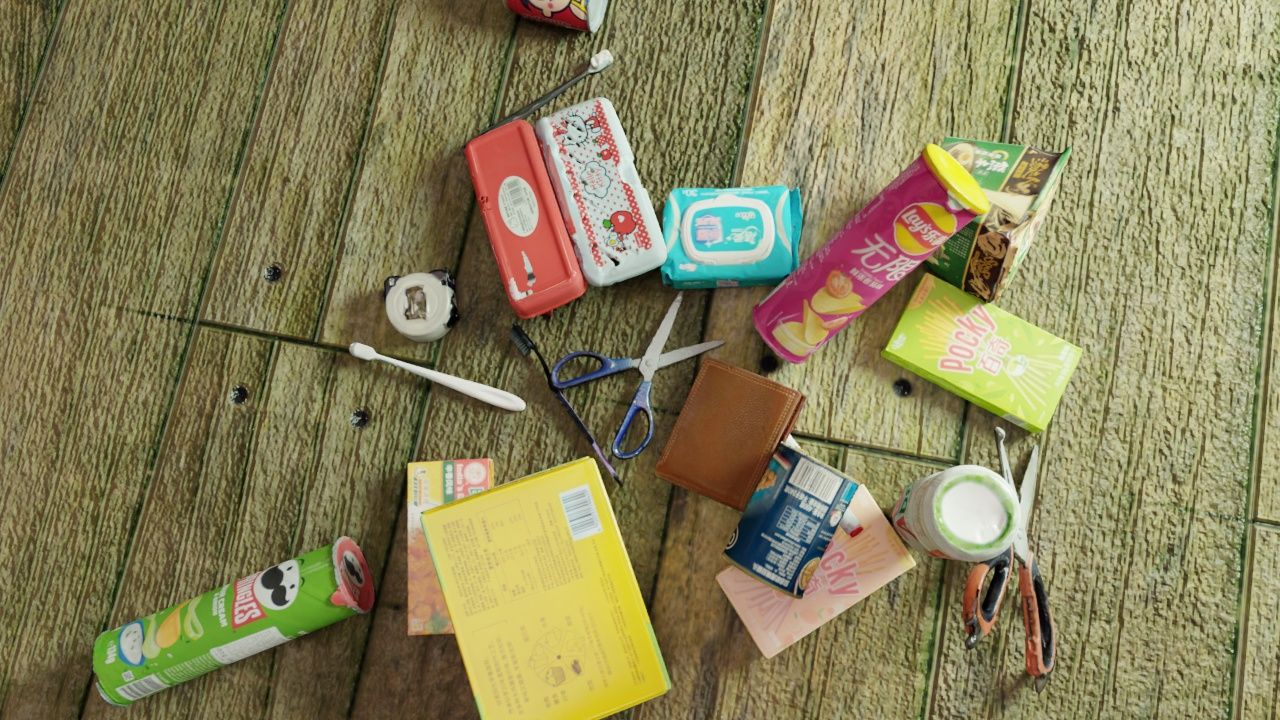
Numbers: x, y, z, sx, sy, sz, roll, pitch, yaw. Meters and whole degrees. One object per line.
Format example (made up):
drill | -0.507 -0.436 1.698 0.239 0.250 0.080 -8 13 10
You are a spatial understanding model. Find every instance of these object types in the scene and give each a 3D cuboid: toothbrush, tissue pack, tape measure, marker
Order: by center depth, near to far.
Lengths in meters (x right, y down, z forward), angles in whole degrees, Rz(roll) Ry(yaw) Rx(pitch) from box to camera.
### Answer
marker | 0.148 0.096 0.818 0.017 0.017 0.145 -35 64 -3
tissue pack | 0.086 -0.116 0.864 0.133 0.050 0.093 -2 78 4
toothbrush | -0.072 0.042 0.865 0.017 0.014 0.189 -36 79 5
toothbrush | -0.194 0.017 0.880 0.180 0.016 0.016 18 83 5
tape measure | -0.210 -0.052 0.883 0.066 0.033 0.066 -11 78 4
toothbrush | -0.104 -0.259 0.924 0.181 0.018 0.015 -34 82 -1

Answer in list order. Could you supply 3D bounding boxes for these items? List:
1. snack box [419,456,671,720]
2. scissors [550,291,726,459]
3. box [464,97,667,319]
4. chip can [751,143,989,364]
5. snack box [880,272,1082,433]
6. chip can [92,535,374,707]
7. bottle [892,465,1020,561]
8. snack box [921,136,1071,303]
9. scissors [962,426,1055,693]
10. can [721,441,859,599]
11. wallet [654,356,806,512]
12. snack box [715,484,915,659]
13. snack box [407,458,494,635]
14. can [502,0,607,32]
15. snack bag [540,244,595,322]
snack box | -0.083 0.206 0.788 0.157 0.070 0.210 -18 82 -10
scissors | -0.002 0.013 0.861 0.162 0.012 0.174 5 79 -1
box | -0.074 -0.151 0.870 0.158 0.039 0.201 -23 68 8
chip can | 0.190 -0.085 0.784 0.211 0.071 0.071 -45 76 34
snack box | 0.310 -0.007 0.839 0.156 0.026 0.085 29 82 9
chip can | -0.362 0.234 0.821 0.236 0.072 0.072 -22 78 0
bottle | 0.240 0.123 0.732 0.068 0.197 0.068 -1 80 5
snack box | 0.300 -0.135 0.819 0.106 0.118 0.117 28 67 21
scissors | 0.318 0.169 0.775 0.189 0.015 0.224 55 51 -21
can | 0.126 0.131 0.767 0.075 0.075 0.111 28 89 9
wallet | 0.079 0.066 0.828 0.101 0.032 0.124 22 82 28
snack box | 0.154 0.185 0.814 0.157 0.026 0.084 -32 78 -2
snack box | -0.173 0.170 0.841 0.077 0.027 0.155 -3 79 2
can | -0.085 -0.371 0.917 0.094 0.066 0.066 15 81 7
snack bag | -0.069 -0.087 0.882 0.048 0.026 0.104 43 85 12
